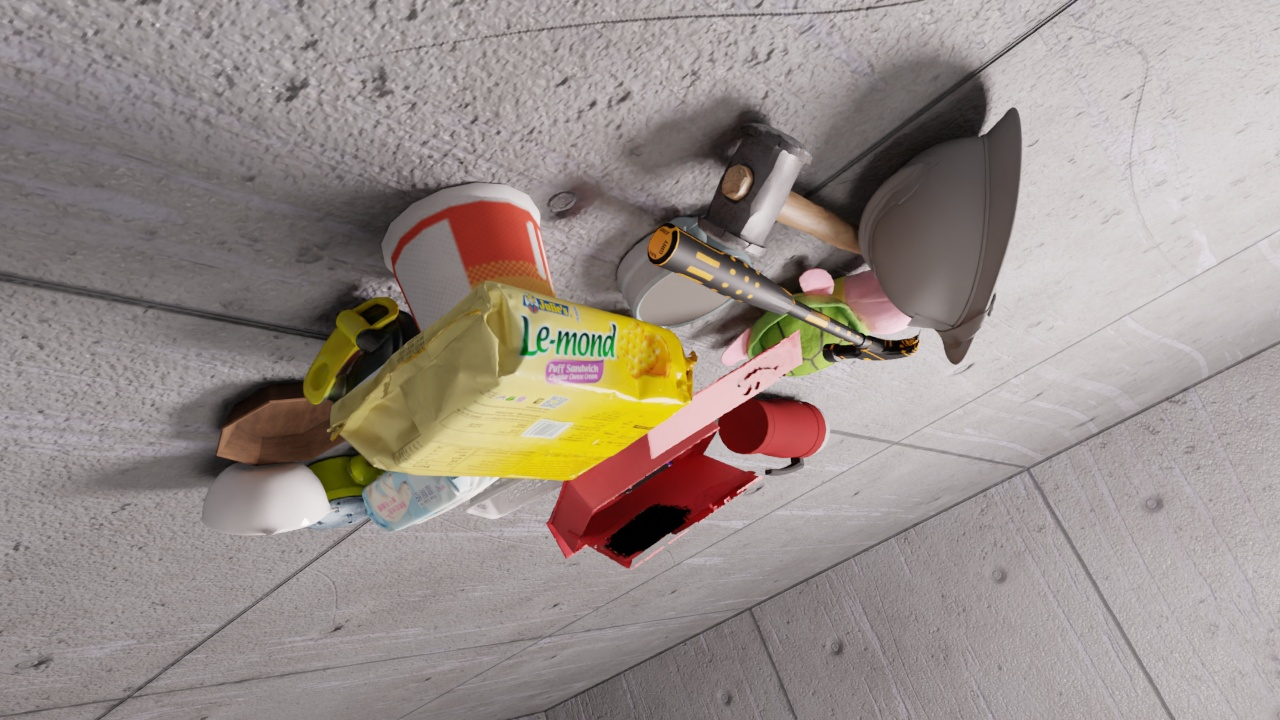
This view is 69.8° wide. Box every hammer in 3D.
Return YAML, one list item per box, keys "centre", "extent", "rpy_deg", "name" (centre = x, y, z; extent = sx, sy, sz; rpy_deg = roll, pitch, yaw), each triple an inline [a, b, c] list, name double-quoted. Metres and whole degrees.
- centre: [0.133, -0.051, 0.823]
  extent: [0.320, 0.036, 0.123]
  rpy_deg: [21, 162, -39]
  name: "hammer"
- centre: [0.158, -0.127, 0.831]
  extent: [0.327, 0.052, 0.098]
  rpy_deg: [7, 113, -57]
  name: "hammer"

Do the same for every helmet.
- centre: [0.265, -0.114, 0.861]
  extent: [0.118, 0.182, 0.272]
  rpy_deg: [8, 142, 8]
  name: "helmet"

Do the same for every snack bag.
- centre: [-0.073, 0.028, 0.648]
  extent: [0.160, 0.068, 0.246]
  rpy_deg: [-37, 152, 27]
  name: "snack bag"

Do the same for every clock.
- centre: [-0.314, 0.139, 0.989]
  extent: [0.119, 0.057, 0.083]
  rpy_deg: [-20, 155, -3]
  name: "clock"
- centre: [0.046, -0.086, 0.843]
  extent: [0.122, 0.045, 0.160]
  rpy_deg: [-9, 153, -29]
  name: "clock"

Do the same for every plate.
- centre: [-0.324, 0.056, 0.846]
  extent: [0.131, 0.025, 0.131]
  rpy_deg: [-18, 156, -9]
  name: "plate"

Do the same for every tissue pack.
- centre: [-0.200, 0.113, 0.937]
  extent: [0.182, 0.070, 0.111]
  rpy_deg: [-32, -177, 44]
  name: "tissue pack"

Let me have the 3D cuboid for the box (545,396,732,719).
- centre: [0.009, 0.278, 1.216]
  extent: [0.213, 0.171, 0.479]
  rpy_deg: [-29, 122, -31]
  name: "box"

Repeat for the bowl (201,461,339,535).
- centre: [-0.363, 0.125, 0.890]
  extent: [0.114, 0.050, 0.114]
  rpy_deg: [2, -170, -1]
  name: "bowl"

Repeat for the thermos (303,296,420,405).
- centre: [-0.173, 0.018, 0.794]
  extent: [0.098, 0.098, 0.220]
  rpy_deg: [-34, 147, 25]
  name: "thermos"

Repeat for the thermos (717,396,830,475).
- centre: [0.191, 0.105, 1.274]
  extent: [0.084, 0.108, 0.198]
  rpy_deg: [-13, 167, 33]
  name: "thermos"

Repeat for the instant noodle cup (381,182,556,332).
- centre: [-0.118, -0.046, 0.692]
  extent: [0.123, 0.121, 0.124]
  rpy_deg: [-18, 156, -9]
  name: "instant noodle cup"

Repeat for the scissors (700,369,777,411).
- centre: [0.073, 0.048, 1.181]
  extent: [0.202, 0.015, 0.204]
  rpy_deg: [-32, 155, 17]
  name: "scissors"

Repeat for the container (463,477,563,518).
- centre: [-0.156, 0.146, 1.145]
  extent: [0.129, 0.049, 0.080]
  rpy_deg: [-28, 155, 12]
  name: "container"

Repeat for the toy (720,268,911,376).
- centre: [0.204, -0.039, 1.024]
  extent: [0.238, 0.087, 0.190]
  rpy_deg: [-21, 149, 14]
  name: "toy"
